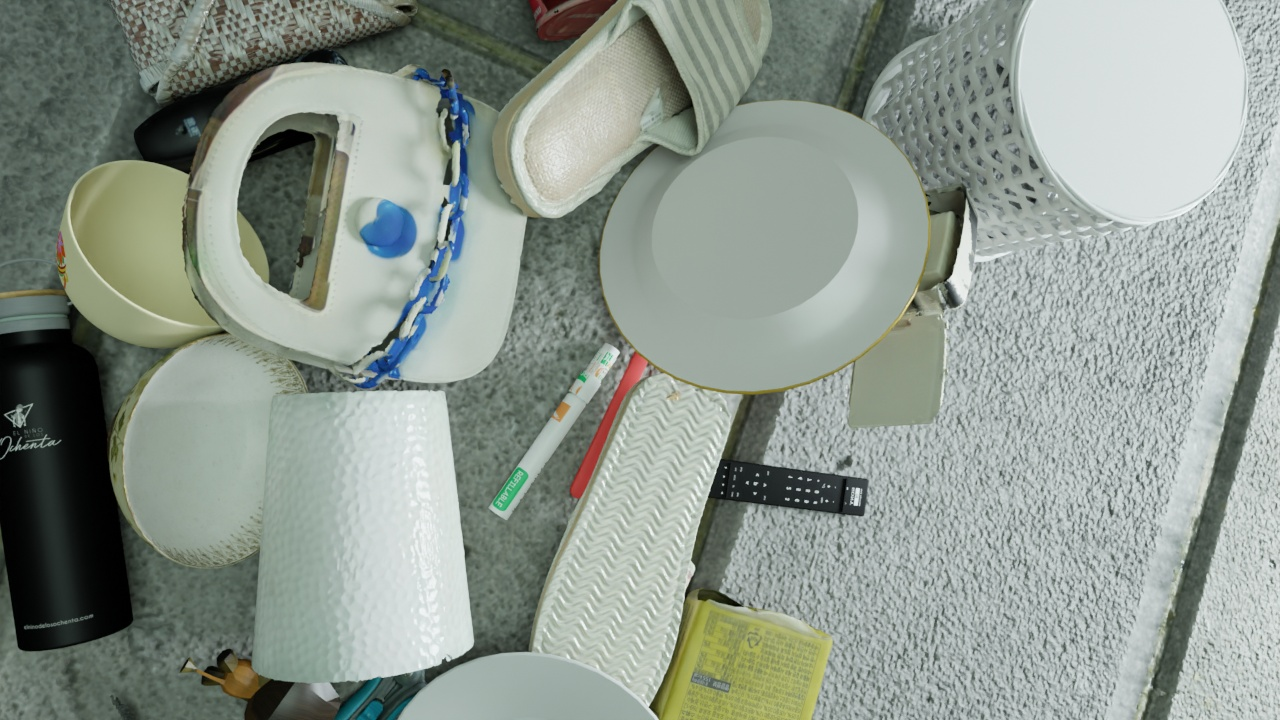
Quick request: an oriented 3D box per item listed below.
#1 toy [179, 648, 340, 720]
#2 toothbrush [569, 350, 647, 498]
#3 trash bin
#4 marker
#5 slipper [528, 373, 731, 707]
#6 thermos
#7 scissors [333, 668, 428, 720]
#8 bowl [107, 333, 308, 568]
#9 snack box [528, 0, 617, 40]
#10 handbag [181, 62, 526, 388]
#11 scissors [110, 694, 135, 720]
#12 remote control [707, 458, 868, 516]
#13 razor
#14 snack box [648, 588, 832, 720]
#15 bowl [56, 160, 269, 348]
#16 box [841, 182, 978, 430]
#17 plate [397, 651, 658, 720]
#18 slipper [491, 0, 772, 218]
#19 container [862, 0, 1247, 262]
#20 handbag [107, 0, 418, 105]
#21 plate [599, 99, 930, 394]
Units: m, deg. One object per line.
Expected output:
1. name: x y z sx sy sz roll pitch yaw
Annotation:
1. toy: -0.244 0.212 0.590 0.100 0.062 0.076 36 118 -21
2. toothbrush: -0.004 0.004 0.682 0.012 0.018 0.212 26 86 -14
3. trash bin: -0.173 0.101 0.574 0.133 0.133 0.161 -1 87 -15
4. marker: -0.061 0.050 0.662 0.017 0.017 0.145 36 81 -12
5. slipper: -0.006 0.137 0.659 0.115 0.052 0.263 18 89 -16
6. thermos: -0.359 0.053 0.558 0.061 0.061 0.231 -8 91 -15
7. scissors: -0.173 0.236 0.630 0.136 0.019 0.139 -8 90 -17
8. bowl: -0.274 0.053 0.564 0.063 0.145 0.145 4 88 22
9. snack box: -0.058 -0.296 0.640 0.072 0.072 0.121 -20 94 -15
10. handbag: -0.167 -0.084 0.560 0.199 0.093 0.200 8 88 -40
11. scissors: -0.287 0.287 0.594 0.157 0.012 0.171 -9 96 -7
12. remote control: 0.113 0.099 0.713 0.140 0.009 0.030 9 87 -15
13. razor: -0.250 -0.157 0.588 0.140 0.064 0.053 -24 94 -17
14. snack box: 0.063 0.269 0.681 0.121 0.045 0.180 20 82 -14
15. bowl: -0.302 -0.052 0.563 0.074 0.117 0.118 -34 101 29
16. box: 0.168 -0.017 0.652 0.099 0.144 0.183 47 51 -36
17. plate: -0.073 0.293 0.628 0.208 0.015 0.209 1 101 4
18. slipper: 0.008 -0.191 0.626 0.271 0.054 0.114 -42 125 -28
19. container: 0.290 -0.177 0.672 0.189 0.187 0.189 0 89 -15
20. handbag: -0.253 -0.254 0.599 0.185 0.047 0.124 -25 95 -14
21. plate: 0.078 -0.087 0.629 0.230 0.021 0.229 -7 66 15
